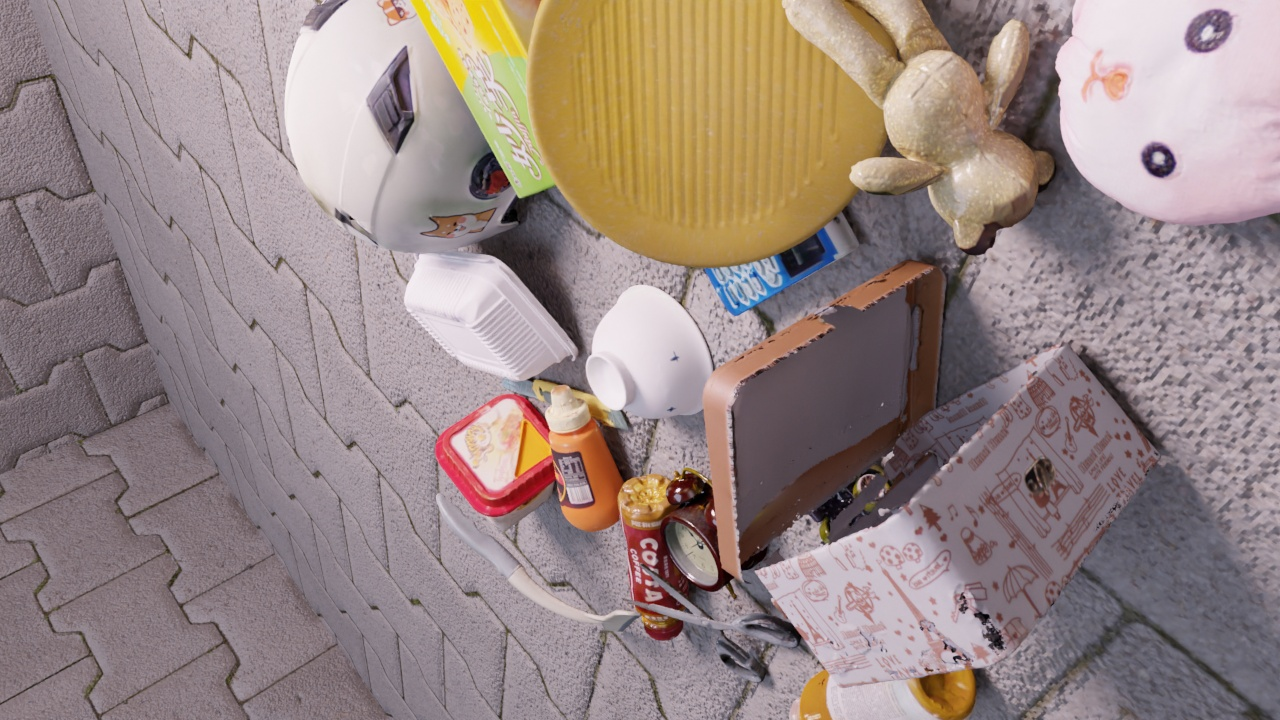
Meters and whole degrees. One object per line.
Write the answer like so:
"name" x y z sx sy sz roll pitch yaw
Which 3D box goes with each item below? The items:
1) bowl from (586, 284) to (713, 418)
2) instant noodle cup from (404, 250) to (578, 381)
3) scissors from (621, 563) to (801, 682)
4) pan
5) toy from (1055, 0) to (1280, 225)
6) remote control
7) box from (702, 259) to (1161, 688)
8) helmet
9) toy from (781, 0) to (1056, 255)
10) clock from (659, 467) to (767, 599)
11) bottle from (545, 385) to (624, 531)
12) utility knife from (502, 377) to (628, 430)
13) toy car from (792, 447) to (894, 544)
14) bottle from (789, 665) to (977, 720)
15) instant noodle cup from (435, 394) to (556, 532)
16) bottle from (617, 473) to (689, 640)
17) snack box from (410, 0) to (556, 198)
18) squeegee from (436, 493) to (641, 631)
"bowl" -0.004 0.004 0.746 0.118 0.064 0.118 33 137 36
"instant noodle cup" -0.155 -0.038 0.880 0.174 0.060 0.138 16 151 50
"scissors" 0.064 0.234 0.821 0.160 0.014 0.179 -23 119 44
"pan" 0.036 -0.223 0.466 0.198 0.078 0.358 1 115 3
"toy" 0.239 -0.103 0.346 0.159 0.054 0.121 25 134 31
"remote control" 0.088 -0.070 0.599 0.049 0.024 0.125 61 149 0
"box" 0.131 0.043 0.488 0.174 0.181 0.152 54 147 4
"helmet" -0.211 -0.197 0.771 0.230 0.156 0.275 51 154 13
"toy" 0.130 -0.124 0.432 0.157 0.105 0.066 48 176 -10
"clock" 0.058 0.139 0.770 0.082 0.055 0.122 26 136 43
"bottle" -0.058 0.090 0.878 0.067 0.066 0.149 17 130 48
"utility knife" -0.082 0.037 0.929 0.216 0.022 0.031 17 123 53
"toy car" 0.122 0.068 0.642 0.158 0.042 0.070 47 145 18
"bottle" 0.172 0.257 0.693 0.068 0.067 0.190 53 147 12
"instant noodle cup" -0.147 0.118 0.997 0.116 0.116 0.124 47 158 20
"bottle" 0.015 0.191 0.868 0.057 0.057 0.175 27 135 41
"snack box" -0.082 -0.219 0.603 0.210 0.070 0.158 62 162 -14
"squeegee" -0.121 0.220 0.953 0.246 0.039 0.247 33 161 6
